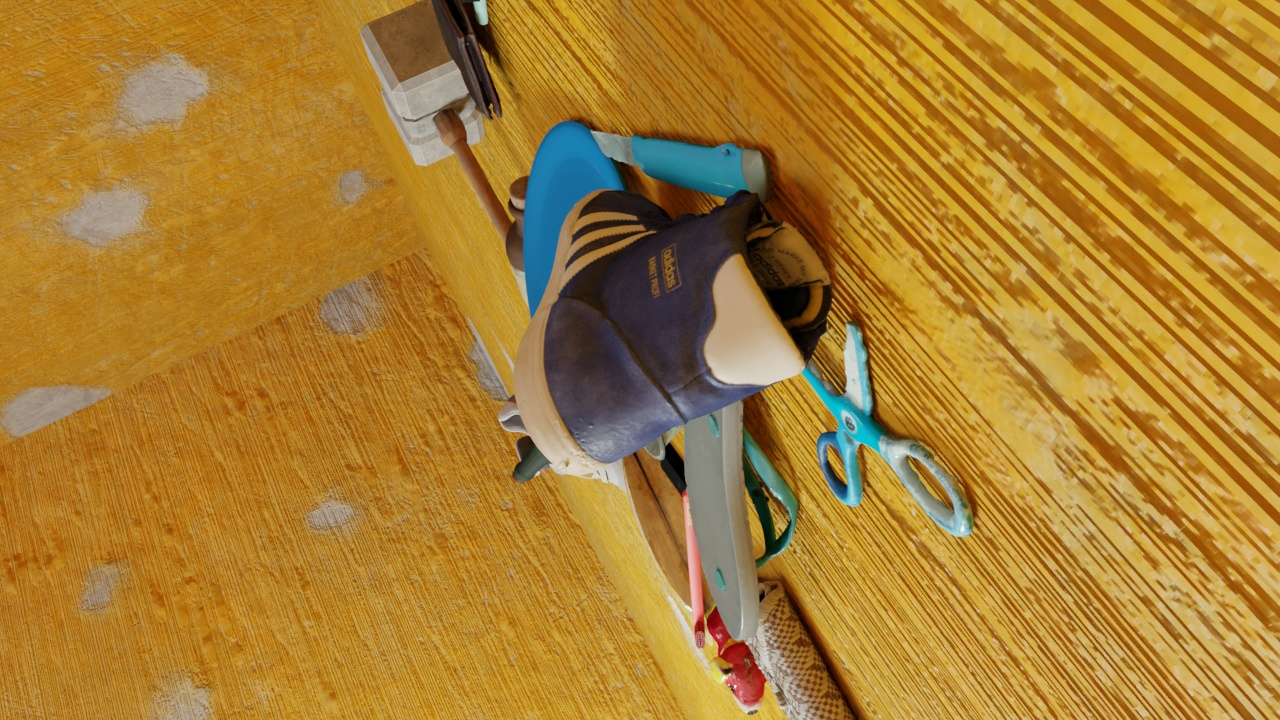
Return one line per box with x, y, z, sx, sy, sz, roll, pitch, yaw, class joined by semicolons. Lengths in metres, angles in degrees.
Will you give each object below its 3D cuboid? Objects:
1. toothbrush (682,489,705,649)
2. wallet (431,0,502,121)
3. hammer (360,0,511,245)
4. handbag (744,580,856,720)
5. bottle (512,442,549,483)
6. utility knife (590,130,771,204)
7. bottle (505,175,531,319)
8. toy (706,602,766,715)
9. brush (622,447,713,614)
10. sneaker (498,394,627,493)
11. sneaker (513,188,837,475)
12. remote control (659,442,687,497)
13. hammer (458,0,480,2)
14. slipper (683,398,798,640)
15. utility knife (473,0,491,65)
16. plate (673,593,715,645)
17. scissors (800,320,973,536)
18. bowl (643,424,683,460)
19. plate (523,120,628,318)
0.052;0.206;0.880;0.017;0.012;0.213;-92;-3;-54;toothbrush
-0.148;-0.273;0.763;0.099;0.031;0.120;77;169;-62;wallet
-0.162;-0.181;0.921;0.317;0.083;0.163;60;169;11;hammer
0.130;0.268;0.760;0.185;0.047;0.124;61;170;7;handbag
-0.084;0.076;0.977;0.055;0.175;0.055;30;-147;-22;bottle
0.013;-0.107;0.482;0.221;0.015;0.031;35;149;60;utility knife
-0.081;-0.092;0.803;0.068;0.067;0.157;54;166;38;bottle
0.099;0.289;0.932;0.137;0.067;0.105;-108;-5;-82;toy
0.029;0.168;0.940;0.043;0.059;0.195;-122;9;-87;brush
-0.078;0.100;1.057;0.239;0.124;0.089;48;162;35;sneaker
0.028;-0.048;0.439;0.091;0.119;0.232;56;-154;-18;sneaker
0.057;0.135;0.853;0.150;0.013;0.034;52;161;42;remote control
-0.167;-0.348;0.693;0.325;0.015;0.095;-128;32;-52;hammer
0.064;0.067;0.608;0.098;0.054;0.269;-130;28;-57;slipper
-0.125;-0.275;0.705;0.166;0.015;0.022;105;149;-72;utility knife
0.051;0.235;1.059;0.184;0.036;0.185;59;168;19;plate
0.103;0.037;0.427;0.134;0.011;0.140;53;164;32;scissors
-0.004;0.005;0.760;0.157;0.038;0.158;58;168;19;bowl
-0.037;-0.058;0.663;0.225;0.024;0.224;-9;90;65;plate
